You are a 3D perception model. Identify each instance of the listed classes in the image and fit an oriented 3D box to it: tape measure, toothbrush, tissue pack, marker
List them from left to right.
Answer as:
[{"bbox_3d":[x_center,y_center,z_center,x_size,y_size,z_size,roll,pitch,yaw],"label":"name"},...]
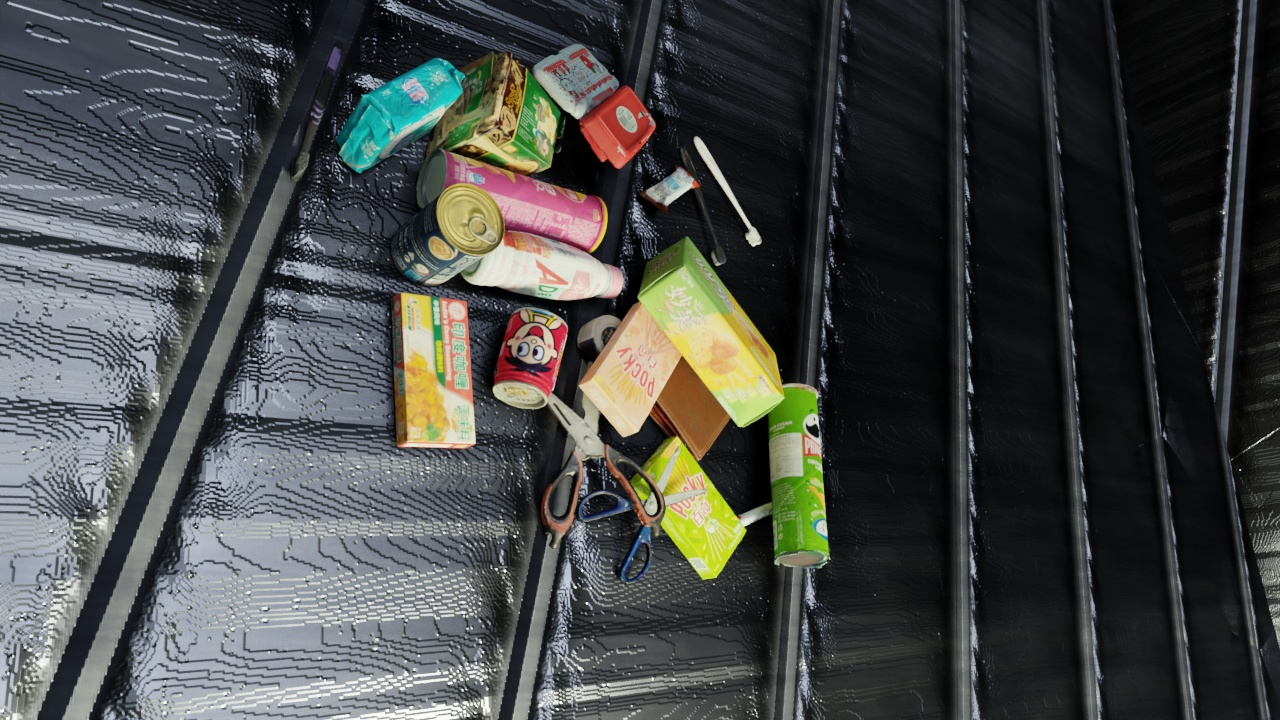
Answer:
[{"bbox_3d":[-0.331,-0.262,0.945,0.014,0.017,0.188,24,58,-32],"label":"toothbrush"},{"bbox_3d":[-0.249,-0.257,0.960,0.050,0.093,0.133,50,50,-9],"label":"tissue pack"},{"bbox_3d":[-0.041,-0.020,1.093,0.066,0.034,0.065,56,46,-13],"label":"tape measure"},{"bbox_3d":[0.085,-0.217,1.285,0.015,0.018,0.181,-12,80,-29],"label":"toothbrush"},{"bbox_3d":[0.124,-0.245,1.329,0.016,0.016,0.180,-36,97,-44],"label":"toothbrush"},{"bbox_3d":[0.171,0.194,1.207,0.145,0.017,0.017,-13,83,-42],"label":"marker"}]

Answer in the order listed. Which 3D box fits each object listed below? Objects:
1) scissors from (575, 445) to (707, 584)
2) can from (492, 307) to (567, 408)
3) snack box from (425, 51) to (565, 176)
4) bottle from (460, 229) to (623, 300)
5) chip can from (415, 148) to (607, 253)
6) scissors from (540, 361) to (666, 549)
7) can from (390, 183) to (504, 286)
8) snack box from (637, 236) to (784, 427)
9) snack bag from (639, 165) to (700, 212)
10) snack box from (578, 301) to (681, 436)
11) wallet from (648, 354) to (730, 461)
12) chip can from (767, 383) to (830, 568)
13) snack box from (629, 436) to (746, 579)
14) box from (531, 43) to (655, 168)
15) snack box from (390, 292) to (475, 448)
[{"bbox_3d":[0.002,0.175,1.051,0.162,0.012,0.174,14,77,-24],"label":"scissors"},{"bbox_3d":[-0.120,-0.002,0.995,0.066,0.067,0.093,29,58,-30],"label":"can"},{"bbox_3d":[-0.159,-0.263,1.039,0.105,0.118,0.118,32,58,-43],"label":"snack box"},{"bbox_3d":[-0.108,-0.105,1.045,0.196,0.068,0.068,9,69,-40],"label":"bottle"},{"bbox_3d":[-0.142,-0.178,1.038,0.210,0.072,0.071,11,68,-37],"label":"chip can"},{"bbox_3d":[-0.052,0.109,1.026,0.189,0.015,0.225,19,66,-15],"label":"scissors"},{"bbox_3d":[-0.200,-0.126,0.943,0.075,0.111,0.075,13,68,-36],"label":"can"},{"bbox_3d":[0.089,-0.039,1.138,0.210,0.070,0.157,52,16,-14],"label":"snack box"},{"bbox_3d":[0.042,-0.233,1.244,0.048,0.026,0.103,38,50,5],"label":"snack bag"},{"bbox_3d":[-0.006,0.006,1.068,0.084,0.026,0.156,50,43,-19],"label":"snack box"},{"bbox_3d":[0.056,0.054,1.152,0.124,0.032,0.101,53,46,-13],"label":"wallet"},{"bbox_3d":[0.203,0.149,1.196,0.072,0.072,0.235,23,54,-33],"label":"chip can"},{"bbox_3d":[0.059,0.178,1.111,0.156,0.026,0.085,54,48,-11],"label":"snack box"},{"bbox_3d":[-0.052,-0.325,1.146,0.158,0.039,0.200,52,25,-14],"label":"box"},{"bbox_3d":[-0.213,0.011,0.939,0.077,0.027,0.155,6,71,-40],"label":"snack box"}]
